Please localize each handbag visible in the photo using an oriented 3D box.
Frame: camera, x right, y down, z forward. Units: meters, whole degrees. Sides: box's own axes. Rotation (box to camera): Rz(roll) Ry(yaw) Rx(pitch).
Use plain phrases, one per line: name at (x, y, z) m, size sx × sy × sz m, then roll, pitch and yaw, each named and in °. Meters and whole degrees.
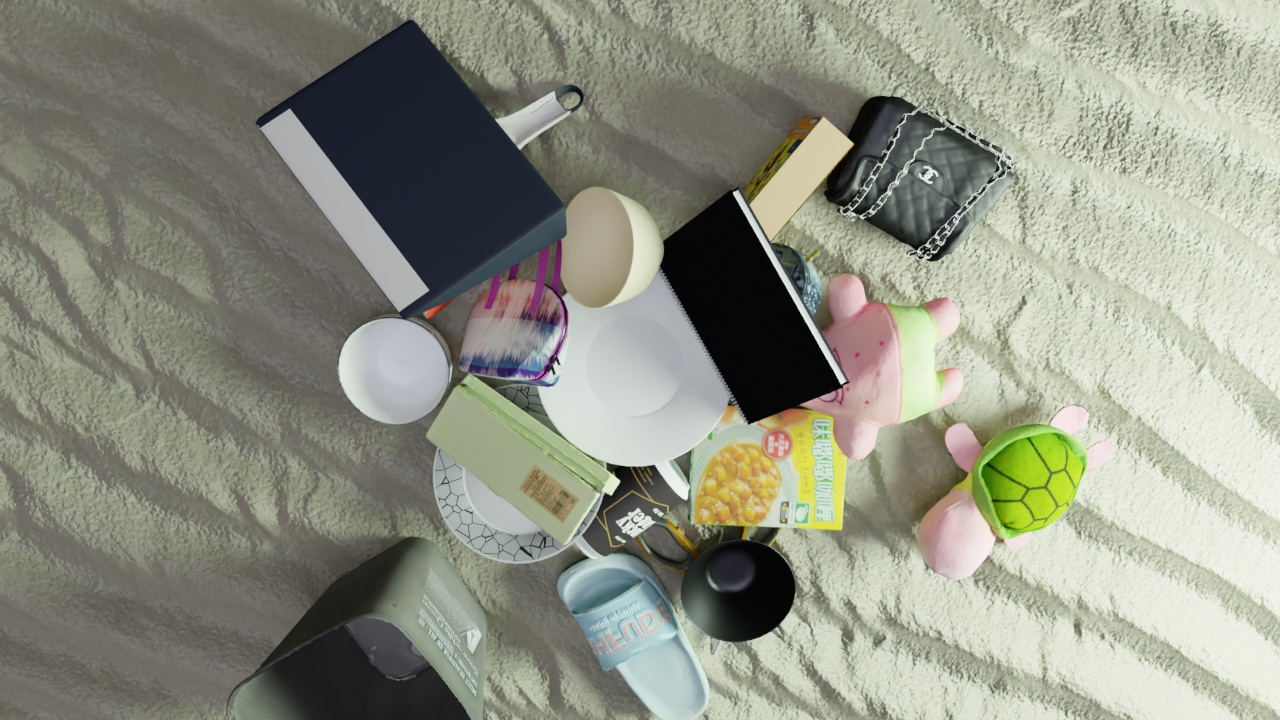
handbag at (0.270, -0.171, 0.893) m, size 0.153 × 0.114 × 0.125 m, roll 27°, pitch 105°, yaw -12°
handbag at (-0.118, -0.063, 0.921) m, size 0.068 × 0.145 × 0.170 m, roll 14°, pitch 85°, yaw -48°

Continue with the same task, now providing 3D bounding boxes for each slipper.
slipper at (0.001, 0.319, 1.035) m, size 0.104 × 0.074 × 0.245 m, roll -31°, pitch 105°, yaw 5°

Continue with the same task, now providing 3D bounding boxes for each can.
can at (-0.015, 0.152, 0.991) m, size 0.129 × 0.072 × 0.072 m, roll -37°, pitch 102°, yaw 8°

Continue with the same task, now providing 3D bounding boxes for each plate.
plate at (-0.128, 0.120, 0.982) m, size 0.189 × 0.016 × 0.188 m, roll -1°, pitch 82°, yaw 8°
plate at (-0.006, 0.006, 0.961) m, size 0.208 × 0.015 × 0.208 m, roll 0°, pitch 87°, yaw -4°

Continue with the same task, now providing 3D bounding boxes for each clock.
clock at (0.131, -0.057, 0.927) m, size 0.090 × 0.052 × 0.129 m, roll 18°, pitch 88°, yaw 37°

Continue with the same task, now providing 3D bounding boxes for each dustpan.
dustpan at (-0.166, -0.195, 0.855) m, size 0.273 × 0.080 × 0.236 m, roll -37°, pitch 80°, yaw -9°

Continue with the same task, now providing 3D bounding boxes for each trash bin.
trash bin at (-0.265, 0.315, 0.951) m, size 0.197 × 0.220 × 0.197 m, roll -31°, pitch 103°, yaw 6°

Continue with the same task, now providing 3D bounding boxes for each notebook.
notebook at (0.099, -0.046, 0.895) m, size 0.016 × 0.149 × 0.206 m, roll -29°, pitch 89°, yaw -35°

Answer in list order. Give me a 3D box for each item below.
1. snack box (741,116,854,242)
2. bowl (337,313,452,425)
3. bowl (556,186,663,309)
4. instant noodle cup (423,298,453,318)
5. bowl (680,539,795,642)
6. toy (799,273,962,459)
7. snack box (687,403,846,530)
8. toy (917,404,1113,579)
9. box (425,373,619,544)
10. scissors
snack box at (0.142, -0.176, 0.900) m, size 0.040 × 0.088 × 0.126 m, roll 38°, pitch 101°, yaw -10°
bowl at (-0.249, 0.004, 0.952) m, size 0.113 × 0.063 × 0.113 m, roll 0°, pitch 104°, yaw -1°
bowl at (-0.019, -0.111, 0.916) m, size 0.073 × 0.118 × 0.118 m, roll -4°, pitch 109°, yaw -42°
instant noodle cup at (-0.215, -0.128, 0.895) m, size 0.121 × 0.123 × 0.123 m, roll 40°, pitch 100°, yaw -3°
bowl at (0.104, 0.241, 1.010) m, size 0.124 × 0.052 × 0.124 m, roll -1°, pitch 106°, yaw -2°
toy at (0.212, 0.006, 0.950) m, size 0.237 × 0.096 × 0.192 m, roll -6°, pitch 96°, yaw 11°
snack box at (0.138, 0.115, 0.998) m, size 0.168 × 0.027 × 0.132 m, roll 2°, pitch 94°, yaw -2°
toy at (0.399, 0.141, 0.991) m, size 0.238 × 0.087 × 0.190 m, roll -34°, pitch 116°, yaw 2°
box at (-0.114, 0.091, 0.941) m, size 0.188 × 0.083 × 0.092 m, roll 37°, pitch 106°, yaw 12°
scissors at (0.103, 0.228, 1.043) m, size 0.225 × 0.016 × 0.225 m, roll 43°, pitch 100°, yaw -11°
